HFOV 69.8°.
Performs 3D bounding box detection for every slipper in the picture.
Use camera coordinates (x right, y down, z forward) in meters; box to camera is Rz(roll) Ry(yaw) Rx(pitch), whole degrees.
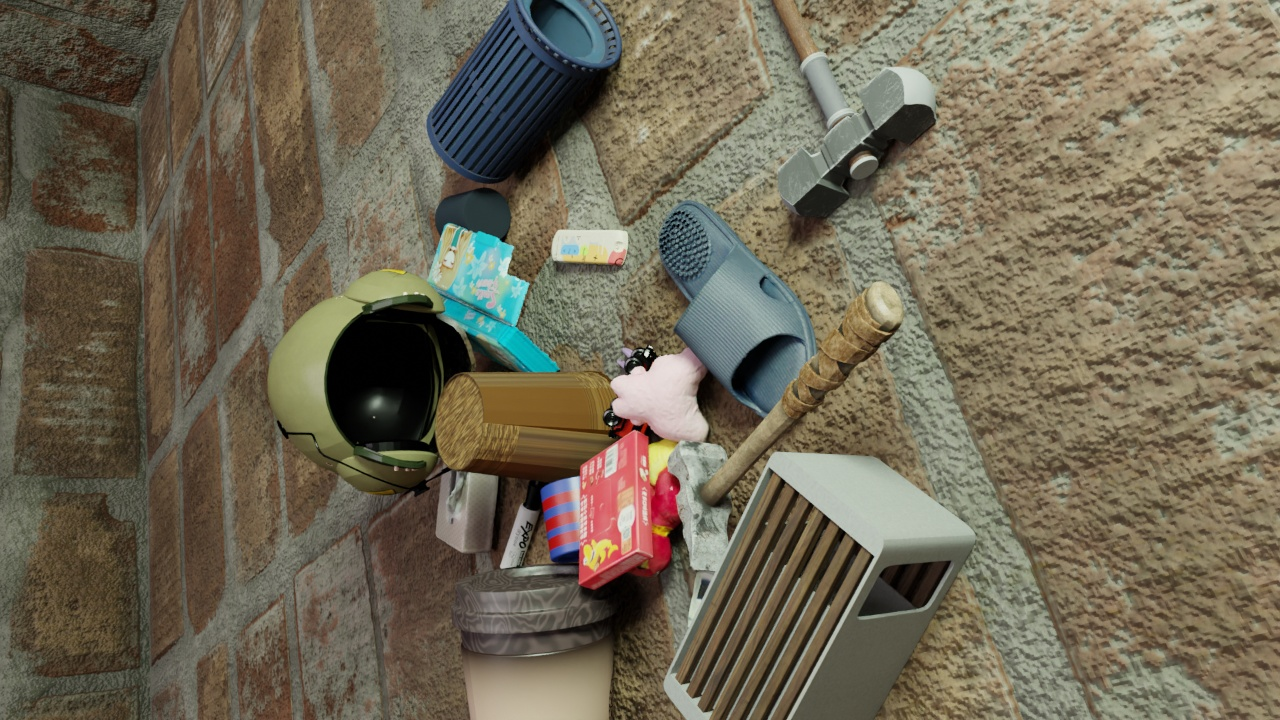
[{"bbox_3d":[0.069,-0.060,0.846,0.101,0.082,0.263,-52,49,29],"label":"slipper"}]

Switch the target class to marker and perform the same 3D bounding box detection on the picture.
[{"bbox_3d":[-0.139,0.197,1.099,0.025,0.025,0.126,36,112,46],"label":"marker"}]

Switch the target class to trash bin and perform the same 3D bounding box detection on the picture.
[{"bbox_3d":[-0.150,-0.329,1.102,0.250,0.139,0.139,-36,58,43],"label":"trash bin"},{"bbox_3d":[0.132,0.196,0.708,0.114,0.114,0.229,41,115,45],"label":"trash bin"}]

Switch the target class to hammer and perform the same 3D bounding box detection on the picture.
[{"bbox_3d":[0.109,0.053,0.739,0.320,0.049,0.121,124,148,-45],"label":"hammer"},{"bbox_3d":[0.144,-0.292,0.826,0.156,0.043,0.321,-42,53,38],"label":"hammer"}]

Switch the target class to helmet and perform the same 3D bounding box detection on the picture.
[{"bbox_3d":[-0.287,0.026,1.054,0.233,0.255,0.250,-3,84,48],"label":"helmet"}]

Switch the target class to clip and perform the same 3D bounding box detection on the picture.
[{"bbox_3d":[-0.004,0.002,0.977,0.037,0.013,0.053,-56,49,29],"label":"clip"}]

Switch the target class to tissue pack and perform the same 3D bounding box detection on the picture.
[{"bbox_3d":[-0.224,0.148,1.171,0.104,0.071,0.181,10,91,57],"label":"tissue pack"}]

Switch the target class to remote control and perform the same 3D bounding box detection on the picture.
[{"bbox_3d":[-0.059,-0.131,1.057,0.126,0.018,0.038,9,92,48],"label":"remote control"}]

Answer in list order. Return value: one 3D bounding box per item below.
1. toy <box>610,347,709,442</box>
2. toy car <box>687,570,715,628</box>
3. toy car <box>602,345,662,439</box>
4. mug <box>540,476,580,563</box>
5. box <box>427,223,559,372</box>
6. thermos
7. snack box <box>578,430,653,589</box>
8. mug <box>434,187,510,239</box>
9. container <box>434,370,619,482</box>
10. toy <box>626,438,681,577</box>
[{"bbox_3d":[0.019,0.035,0.884,0.096,0.052,0.099,0,104,8],"label":"toy"},{"bbox_3d":[0.065,0.245,0.846,0.048,0.033,0.105,4,89,48],"label":"toy car"},{"bbox_3d":[-0.002,0.036,0.938,0.049,0.051,0.100,23,106,3],"label":"toy car"},{"bbox_3d":[-0.047,0.164,0.969,0.112,0.075,0.076,-18,68,19],"label":"mug"},{"bbox_3d":[-0.198,-0.066,1.127,0.227,0.083,0.172,23,130,48],"label":"box"},{"bbox_3d":[-0.101,0.334,0.936,0.173,0.172,0.226,-8,85,49],"label":"thermos"},{"bbox_3d":[-0.026,0.143,0.886,0.089,0.021,0.132,-37,40,36],"label":"snack box"},{"bbox_3d":[-0.219,-0.172,1.219,0.078,0.071,0.105,1,107,50],"label":"mug"},{"bbox_3d":[-0.121,0.069,0.985,0.132,0.167,0.132,-10,77,49],"label":"container"},{"bbox_3d":[0.019,0.144,0.900,0.106,0.067,0.137,-1,71,47],"label":"toy"}]
